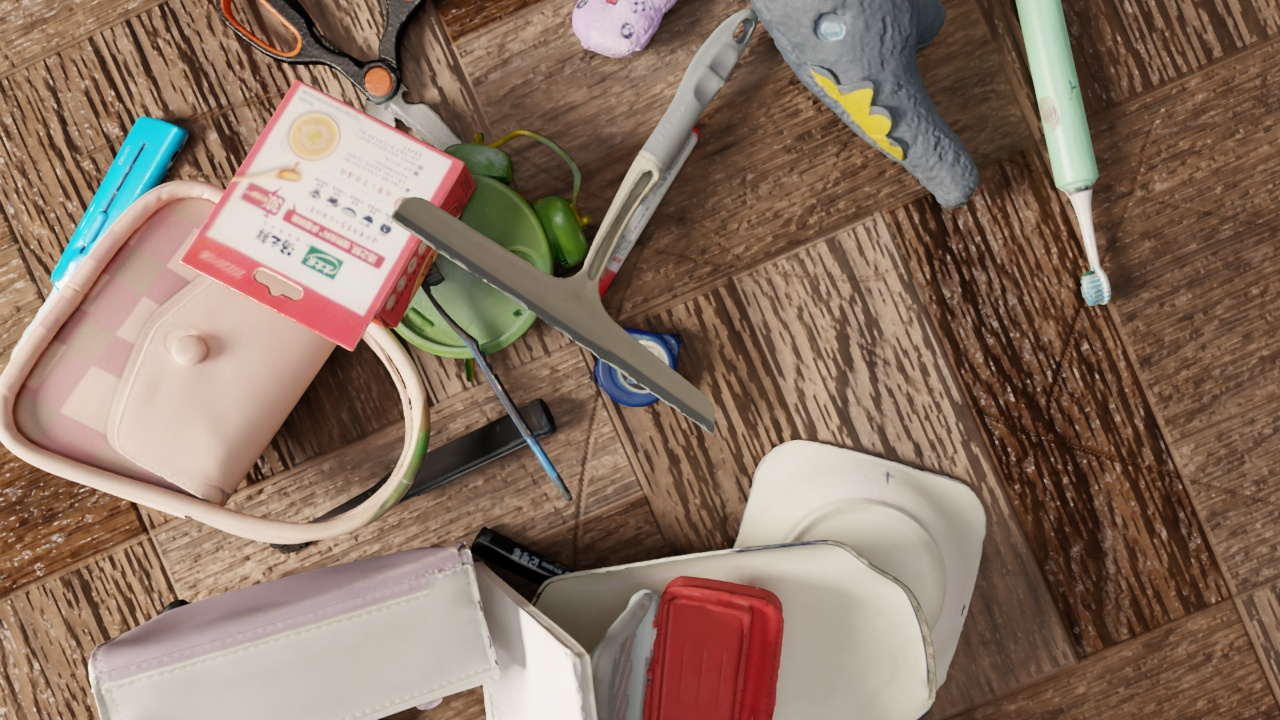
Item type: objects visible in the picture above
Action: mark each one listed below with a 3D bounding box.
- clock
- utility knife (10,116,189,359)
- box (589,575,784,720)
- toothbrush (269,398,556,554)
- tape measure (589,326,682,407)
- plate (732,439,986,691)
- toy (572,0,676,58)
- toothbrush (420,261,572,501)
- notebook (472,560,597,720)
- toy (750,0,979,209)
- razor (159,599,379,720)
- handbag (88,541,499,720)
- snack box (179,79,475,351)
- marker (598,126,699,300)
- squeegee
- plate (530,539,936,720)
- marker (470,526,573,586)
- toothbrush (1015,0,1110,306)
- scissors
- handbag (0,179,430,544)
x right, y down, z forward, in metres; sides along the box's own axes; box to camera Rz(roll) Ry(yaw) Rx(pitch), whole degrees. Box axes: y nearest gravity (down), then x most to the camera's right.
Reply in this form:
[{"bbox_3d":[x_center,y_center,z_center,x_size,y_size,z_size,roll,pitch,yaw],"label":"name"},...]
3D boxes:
[{"bbox_3d":[-0.102,-0.075,0.596,0.116,0.056,0.161,38,96,-2],"label":"clock"},{"bbox_3d":[-0.378,-0.077,0.632,0.034,0.018,0.209,33,94,0],"label":"utility knife"},{"bbox_3d":[0.018,0.235,0.536,0.112,0.099,0.202,8,109,10],"label":"box"},{"bbox_3d":[-0.157,0.083,0.624,0.213,0.027,0.026,-26,46,4],"label":"toothbrush"},{"bbox_3d":[-0.004,0.004,0.614,0.058,0.025,0.054,9,94,-1],"label":"tape measure"},{"bbox_3d":[0.142,0.144,0.609,0.164,0.034,0.163,14,93,2],"label":"plate"},{"bbox_3d":[0.003,-0.242,0.597,0.108,0.039,0.084,-46,69,2],"label":"toy"},{"bbox_3d":[-0.092,0.007,0.569,0.016,0.014,0.189,-33,94,-11],"label":"toothbrush"},{"bbox_3d":[-0.064,0.214,0.539,0.012,0.209,0.150,-7,94,-24],"label":"notebook"},{"bbox_3d":[0.129,-0.266,0.569,0.137,0.091,0.356,-9,94,-10],"label":"toy"},{"bbox_3d":[-0.251,0.218,0.619,0.167,0.062,0.067,30,61,-4],"label":"razor"},{"bbox_3d":[-0.195,0.172,0.543,0.196,0.145,0.098,-13,93,-18],"label":"handbag"},{"bbox_3d":[-0.178,-0.080,0.535,0.113,0.044,0.127,27,80,3],"label":"snack box"},{"bbox_3d":[-0.003,-0.094,0.616,0.017,0.017,0.145,31,93,1],"label":"marker"},{"bbox_3d":[0.006,-0.120,0.580,0.246,0.039,0.246,34,79,-27],"label":"squeegee"},{"bbox_3d":[0.049,0.189,0.587,0.266,0.034,0.162,-12,104,15],"label":"plate"},{"bbox_3d":[-0.054,0.151,0.625,0.132,0.020,0.022,27,122,0],"label":"marker"},{"bbox_3d":[0.278,-0.146,0.598,0.027,0.026,0.224,-14,92,-19],"label":"toothbrush"},{"bbox_3d":[-0.186,-0.206,0.619,0.230,0.021,0.221,19,97,0],"label":"scissors"},{"bbox_3d":[-0.243,0.019,0.571,0.234,0.093,0.193,30,74,-2],"label":"handbag"}]
